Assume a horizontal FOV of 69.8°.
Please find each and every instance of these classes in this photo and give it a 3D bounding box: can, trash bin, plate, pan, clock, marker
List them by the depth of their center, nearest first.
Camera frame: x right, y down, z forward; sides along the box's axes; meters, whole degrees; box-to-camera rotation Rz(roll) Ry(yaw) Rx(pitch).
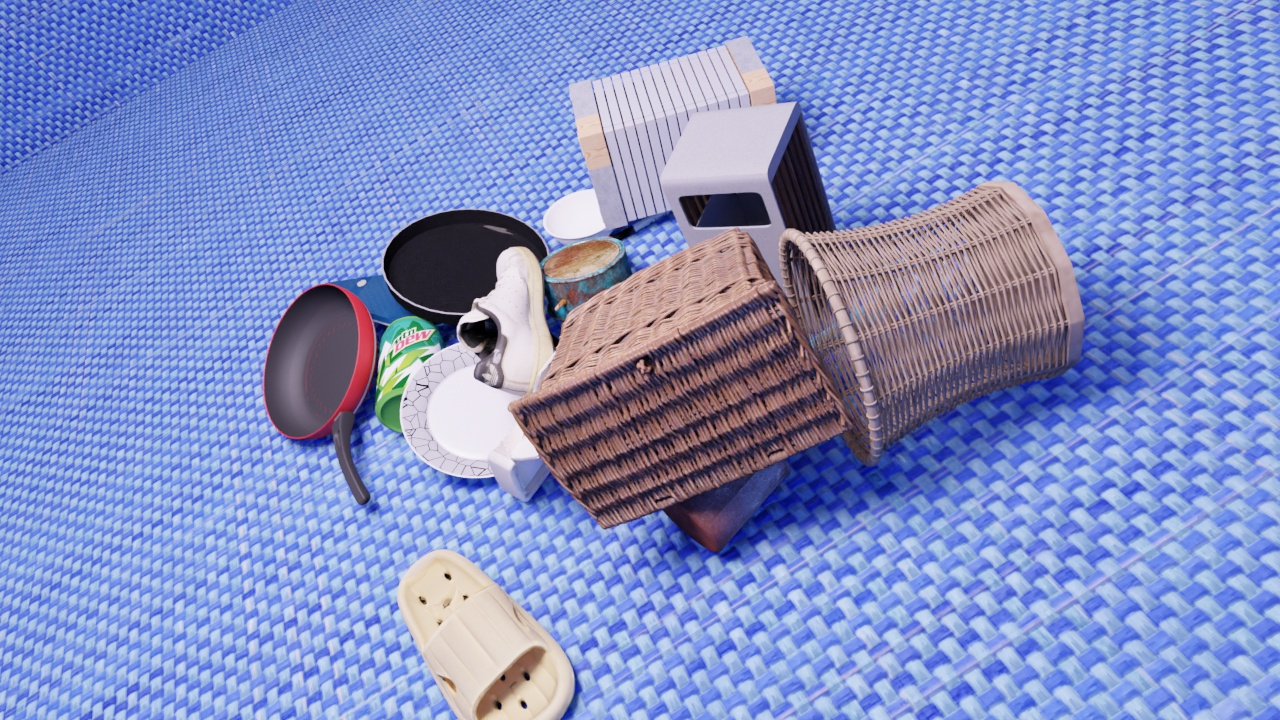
[{"bbox_3d":[0.129,-0.147,0.989,0.115,0.229,0.114,3,52,30],"label":"trash bin"},{"bbox_3d":[-0.187,0.057,1.086,0.188,0.016,0.188,1,57,-1],"label":"plate"},{"bbox_3d":[-0.292,0.017,1.171,0.083,0.083,0.144,-22,43,8],"label":"can"},{"bbox_3d":[-0.068,-0.107,1.173,0.121,0.073,0.157,-16,32,2],"label":"clock"},{"bbox_3d":[-0.392,0.051,1.180,0.209,0.067,0.356,-49,55,17],"label":"pan"},{"bbox_3d":[0.047,-0.301,1.215,0.247,0.143,0.142,-15,44,3],"label":"trash bin"},{"bbox_3d":[-0.197,-0.092,1.225,0.224,0.034,0.356,-28,54,-29],"label":"pan"},{"bbox_3d":[0.022,-0.198,1.258,0.152,0.011,0.011,-29,42,1],"label":"marker"}]

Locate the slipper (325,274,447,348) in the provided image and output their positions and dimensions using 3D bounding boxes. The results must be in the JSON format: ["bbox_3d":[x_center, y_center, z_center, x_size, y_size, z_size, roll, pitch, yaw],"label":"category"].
[{"bbox_3d":[-0.362,-0.073,1.314,0.295,0.060,0.118,1,48,23],"label":"slipper"}]

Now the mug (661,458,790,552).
[{"bbox_3d":[0.066,0.111,0.885,0.110,0.096,0.123,-42,35,-19],"label":"mug"}]

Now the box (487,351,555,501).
[{"bbox_3d":[-0.098,0.064,0.965,0.066,0.186,0.145,34,68,3],"label":"box"}]

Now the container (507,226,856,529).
[{"bbox_3d":[0.035,0.003,0.827,0.250,0.162,0.182,-25,30,17],"label":"container"}]

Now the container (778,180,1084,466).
[{"bbox_3d":[0.258,-0.043,0.839,0.196,0.227,0.226,-20,43,1],"label":"container"}]

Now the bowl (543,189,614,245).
[{"bbox_3d":[-0.077,-0.189,1.277,0.110,0.041,0.109,-9,44,9],"label":"bowl"}]

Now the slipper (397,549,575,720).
[{"bbox_3d":[-0.170,0.260,0.880,0.111,0.079,0.261,-46,44,-12],"label":"slipper"}]

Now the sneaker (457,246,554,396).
[{"bbox_3d":[-0.166,-0.048,1.080,0.102,0.089,0.241,5,41,-20],"label":"sneaker"}]

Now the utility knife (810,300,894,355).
[{"bbox_3d":[0.196,-0.017,0.990,0.196,0.015,0.031,-34,38,-3],"label":"utility knife"}]
